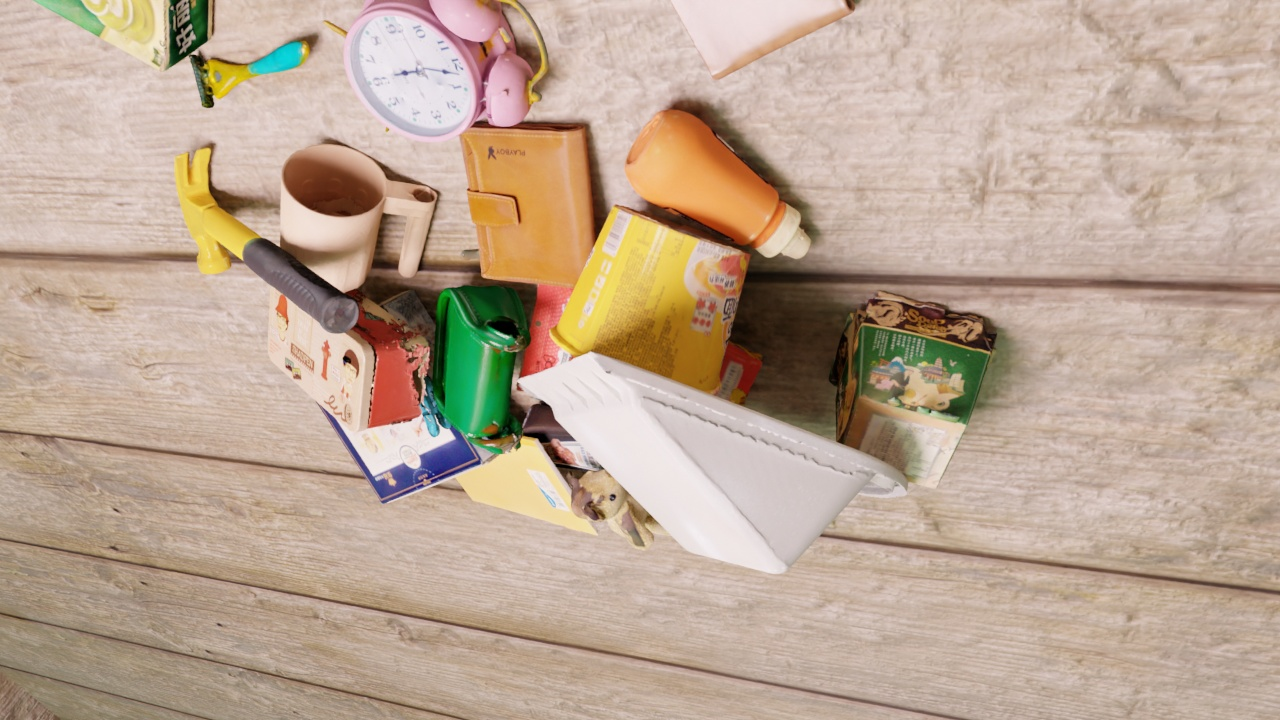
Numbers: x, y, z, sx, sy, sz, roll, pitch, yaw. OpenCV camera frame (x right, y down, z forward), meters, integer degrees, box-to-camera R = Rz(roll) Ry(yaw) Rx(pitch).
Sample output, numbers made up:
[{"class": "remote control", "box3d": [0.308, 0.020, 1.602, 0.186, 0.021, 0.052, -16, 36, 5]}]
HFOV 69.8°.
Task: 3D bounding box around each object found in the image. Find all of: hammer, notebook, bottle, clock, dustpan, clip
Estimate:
[{"class": "hammer", "box3d": [-0.325, -0.092, 0.780, 0.301, 0.032, 0.129, 30, 134, 38]}, {"class": "notebook", "box3d": [-0.149, 0.121, 0.987, 0.207, 0.010, 0.146, 6, 136, 41]}, {"class": "bottle", "box3d": [-0.018, 0.086, 0.910, 0.195, 0.043, 0.080, 7, 143, 16]}, {"class": "clock", "box3d": [-0.136, -0.215, 0.650, 0.159, 0.059, 0.117, -4, 131, 25]}, {"class": "dustpan", "box3d": [0.064, 0.055, 0.693, 0.258, 0.142, 0.223, 49, 161, -9]}, {"class": "bottle", "box3d": [0.062, -0.118, 0.662, 0.149, 0.066, 0.067, 30, 138, -18]}, {"class": "clip", "box3d": [-0.195, 0.043, 0.855, 0.014, 0.047, 0.057, -12, 102, 36]}]

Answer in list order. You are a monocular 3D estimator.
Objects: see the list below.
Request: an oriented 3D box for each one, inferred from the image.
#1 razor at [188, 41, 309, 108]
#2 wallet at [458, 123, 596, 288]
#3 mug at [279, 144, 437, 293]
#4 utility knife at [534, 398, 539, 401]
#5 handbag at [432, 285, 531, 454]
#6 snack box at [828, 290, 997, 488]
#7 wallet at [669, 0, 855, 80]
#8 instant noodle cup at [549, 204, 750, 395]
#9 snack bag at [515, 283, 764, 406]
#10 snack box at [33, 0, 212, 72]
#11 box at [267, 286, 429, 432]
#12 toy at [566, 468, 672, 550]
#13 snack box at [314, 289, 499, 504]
[{"class": "razor", "box3d": [-0.306, -0.234, 0.729, 0.133, 0.028, 0.043, -4, 100, 30]}, {"class": "wallet", "box3d": [-0.092, -0.123, 0.732, 0.119, 0.035, 0.131, 5, 121, 18]}, {"class": "mug", "box3d": [-0.247, -0.117, 0.794, 0.124, 0.084, 0.104, 6, 143, -20]}, {"class": "utility knife", "box3d": [-0.065, 0.000, 0.868, 0.029, 0.012, 0.152, 38, 134, -18]}, {"class": "handbag", "box3d": [-0.134, 0.005, 0.809, 0.067, 0.120, 0.131, -5, 122, -30]}, {"class": "snack box", "box3d": [0.203, 0.030, 0.710, 0.118, 0.105, 0.118, 16, 138, 11]}, {"class": "wallet", "box3d": [0.062, -0.243, 0.565, 0.101, 0.020, 0.115, -18, 121, 35]}, {"class": "instant noodle cup", "box3d": [0.013, -0.048, 0.685, 0.138, 0.138, 0.110, 21, 101, 3]}, {"class": "snack bag", "box3d": [-0.005, 0.005, 0.803, 0.208, 0.073, 0.129, 20, 123, 8]}, {"class": "snack box", "box3d": [-0.360, -0.331, 0.631, 0.114, 0.063, 0.241, 29, 138, -4]}, {"class": "box", "box3d": [-0.260, -0.013, 0.829, 0.168, 0.080, 0.091, 30, 118, 35]}, {"class": "toy", "box3d": [-0.006, 0.145, 0.917, 0.157, 0.105, 0.066, 22, 109, -44]}, {"class": "snack box", "box3d": [-0.247, 0.043, 0.929, 0.178, 0.045, 0.182, -23, 102, 38]}]
